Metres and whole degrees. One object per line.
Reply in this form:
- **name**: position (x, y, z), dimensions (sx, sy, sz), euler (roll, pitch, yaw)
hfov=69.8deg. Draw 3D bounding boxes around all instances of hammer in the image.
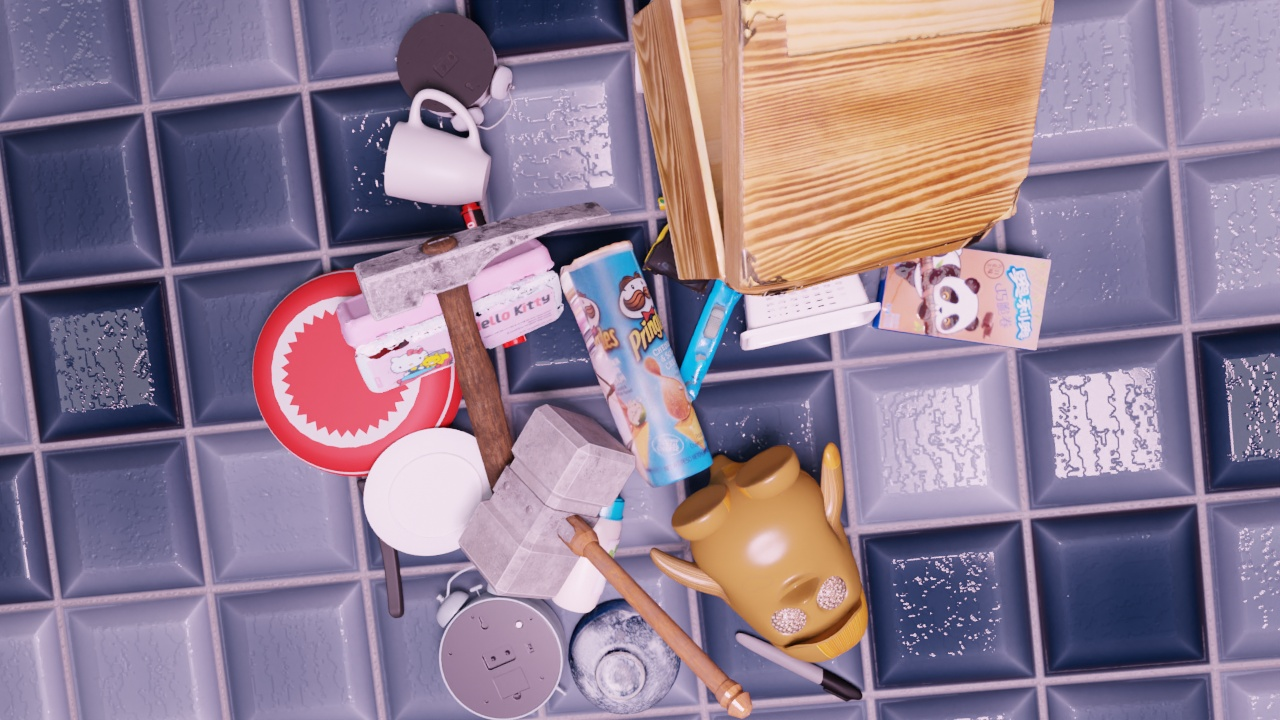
- **hammer**: position (-0.113, 0.012, 0.850), dimensions (0.217, 0.037, 0.301), euler (-20, 125, -17)
- **hammer**: position (-0.016, 0.188, 0.781), dimensions (0.318, 0.082, 0.163), euler (38, 100, 40)

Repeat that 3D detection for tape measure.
- **tape measure**: position (0.048, -0.106, 0.888), dimensions (0.071, 0.042, 0.072), euler (26, 92, 5)

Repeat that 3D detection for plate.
- **plate**: position (-0.201, 0.132, 0.898), dimensions (0.134, 0.011, 0.135), euler (-6, 108, -20)

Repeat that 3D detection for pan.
- **pan**: position (-0.272, 0.084, 0.911), dimensions (0.209, 0.067, 0.356), euler (-8, 89, 2)

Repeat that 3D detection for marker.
- **marker**: position (0.157, 0.307, 0.916), dimensions (0.138, 0.016, 0.022), euler (25, 117, 3)
- **marker**: position (-0.148, -0.085, 0.910), dimensions (0.023, 0.021, 0.145), euler (-19, 92, -18)

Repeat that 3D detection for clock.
- **clock**: position (-0.141, 0.280, 0.918), dimensions (0.122, 0.045, 0.159), euler (-24, 90, 4)
- **clock**: position (-0.178, -0.278, 0.896), dimensions (0.122, 0.035, 0.094), euler (44, 95, 0)

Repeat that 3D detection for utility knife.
- **utility knife**: position (0.066, -0.018, 0.905), dimensions (0.031, 0.015, 0.173), euler (21, 95, 7)

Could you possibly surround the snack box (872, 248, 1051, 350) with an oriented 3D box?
- **snack box**: position (0.305, -0.063, 0.876), dimensions (0.151, 0.034, 0.087), euler (8, 93, 3)

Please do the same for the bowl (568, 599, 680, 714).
- **bowl**: position (-0.018, 0.299, 0.903), dimensions (0.114, 0.060, 0.114), euler (0, 92, 4)

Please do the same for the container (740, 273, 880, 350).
- **container**: position (0.154, -0.052, 0.868), dimensions (0.129, 0.081, 0.049), euler (-12, 81, 4)

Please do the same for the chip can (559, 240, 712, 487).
- **chip can**: position (-0.005, 0.005, 0.877), dimensions (0.080, 0.080, 0.229), euler (-21, 89, 4)

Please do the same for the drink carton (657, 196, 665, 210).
- **drink carton**: position (0.074, -0.174, 0.873), dimensions (0.122, 0.058, 0.041), euler (-14, 92, 4)

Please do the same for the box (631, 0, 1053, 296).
- **box**: position (0.171, -0.187, 0.742), dimensions (0.278, 0.215, 0.257), euler (-15, 101, -20)

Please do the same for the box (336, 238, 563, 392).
- **box**: position (-0.170, -0.037, 0.858), dimensions (0.201, 0.088, 0.095), euler (-24, 117, -15)

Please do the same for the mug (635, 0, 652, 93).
- **mug**: position (0.043, -0.297, 0.845), dimensions (0.090, 0.111, 0.073), euler (3, 62, 3)

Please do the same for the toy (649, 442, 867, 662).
- **toy**: position (0.133, 0.192, 0.847), dimensions (0.199, 0.162, 0.203), euler (-32, 101, 7)

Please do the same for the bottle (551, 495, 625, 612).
- **bottle**: position (-0.046, 0.173, 0.903), dimensions (0.051, 0.051, 0.146), euler (18, 94, 2)

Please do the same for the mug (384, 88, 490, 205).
- **mug**: position (-0.189, -0.201, 0.878), dimensions (0.089, 0.071, 0.107), euler (11, 111, -6)
